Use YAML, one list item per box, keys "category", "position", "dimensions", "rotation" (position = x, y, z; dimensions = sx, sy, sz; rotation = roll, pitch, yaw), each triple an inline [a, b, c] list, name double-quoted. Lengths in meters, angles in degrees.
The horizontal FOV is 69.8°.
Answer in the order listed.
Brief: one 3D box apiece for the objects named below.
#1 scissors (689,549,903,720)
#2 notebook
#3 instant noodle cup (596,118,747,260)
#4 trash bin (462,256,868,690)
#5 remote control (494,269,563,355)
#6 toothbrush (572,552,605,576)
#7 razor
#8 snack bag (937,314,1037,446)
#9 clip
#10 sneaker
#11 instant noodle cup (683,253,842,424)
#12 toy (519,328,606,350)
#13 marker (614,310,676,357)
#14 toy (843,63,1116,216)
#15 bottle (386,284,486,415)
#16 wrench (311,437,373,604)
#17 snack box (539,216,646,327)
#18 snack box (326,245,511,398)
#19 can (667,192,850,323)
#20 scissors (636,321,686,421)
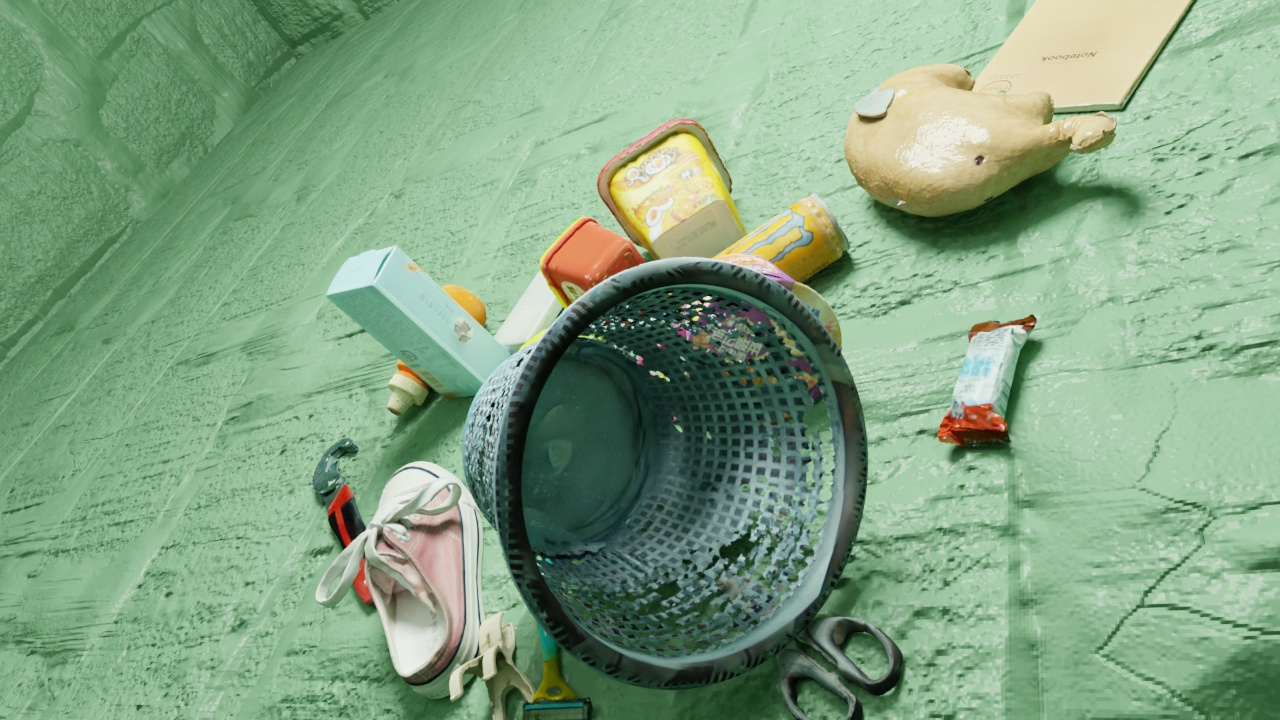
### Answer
- category: "scissors"
  position: [0.085, 0.147, 0.543]
  dimensions: [0.133, 0.014, 0.175]
  rotation: [-27, 32, 18]
- category: "notebook"
  position: [0.381, -0.279, 0.785]
  dimensions: [0.148, 0.008, 0.207]
  rotation: [15, 59, 50]
- category: "instant noodle cup"
  position: [0.037, -0.140, 0.851]
  dimensions: [0.116, 0.116, 0.123]
  rotation: [-32, 45, 8]
- category: "trash bin"
  position: [-0.011, 0.058, 0.563]
  dimensions: [0.226, 0.226, 0.195]
  rotation: [-50, 21, -18]
- category: "remote control"
  position: [-0.098, -0.065, 0.956]
  dimensions: [0.058, 0.021, 0.149]
  rotation: [-1, 48, 42]
- category: "toothbrush"
  position: [-0.087, 0.127, 0.717]
  dimensions: [0.029, 0.020, 0.190]
  rotation: [-45, 33, -19]
- category: "razor"
  position: [-0.060, 0.184, 0.613]
  dimensions: [0.043, 0.028, 0.132]
  rotation: [-1, 35, -9]
- category: "snack bag"
  position: [0.215, 0.010, 0.571]
  dimensions: [0.045, 0.026, 0.105]
  rotation: [-13, 39, 46]
- category: "clip"
  position: [-0.101, 0.198, 0.602]
  dimensions: [0.035, 0.095, 0.102]
  rotation: [-33, 45, 6]
- category: "sneaker"
  position: [-0.180, 0.147, 0.714]
  dimensions: [0.118, 0.088, 0.241]
  rotation: [-34, 34, 5]
- category: "instant noodle cup"
  position: [0.079, -0.025, 0.673]
  dimensions: [0.112, 0.111, 0.099]
  rotation: [-32, 26, 8]
- category: "toy"
  position: [-0.078, -0.008, 0.857]
  dimensions: [0.100, 0.031, 0.096]
  rotation: [-18, 27, 17]
- category: "marker"
  position: [-0.015, -0.010, 0.817]
  dimensions: [0.145, 0.017, 0.017]
  rotation: [-42, 34, -7]
- category: "toy"
  position: [0.249, -0.163, 0.702]
  dimensions: [0.143, 0.082, 0.226]
  rotation: [-47, 36, 1]
- category: "bottle"
  position: [-0.221, -0.007, 0.969]
  dimensions: [0.067, 0.067, 0.149]
  rotation: [5, 59, 46]
- category: "wrench"
  position: [-0.275, 0.147, 0.869]
  dimensions: [0.056, 0.016, 0.273]
  rotation: [-41, 33, -5]
- category: "snack box"
  position: [-0.034, -0.078, 0.854]
  dimensions: [0.080, 0.091, 0.082]
  rotation: [23, 66, 45]
- category: "snack box"
  position: [-0.208, -0.032, 0.879]
  dimensions: [0.074, 0.175, 0.051]
  rotation: [-7, 50, 38]
- category: "can"
  position: [0.095, -0.074, 0.754]
  dimensions: [0.146, 0.058, 0.058]
  rotation: [-34, 34, 6]
- category: "scissors"
  position: [-0.005, 0.003, 0.755]
  dimensions: [0.136, 0.017, 0.108]
  rotation: [14, 99, 46]
